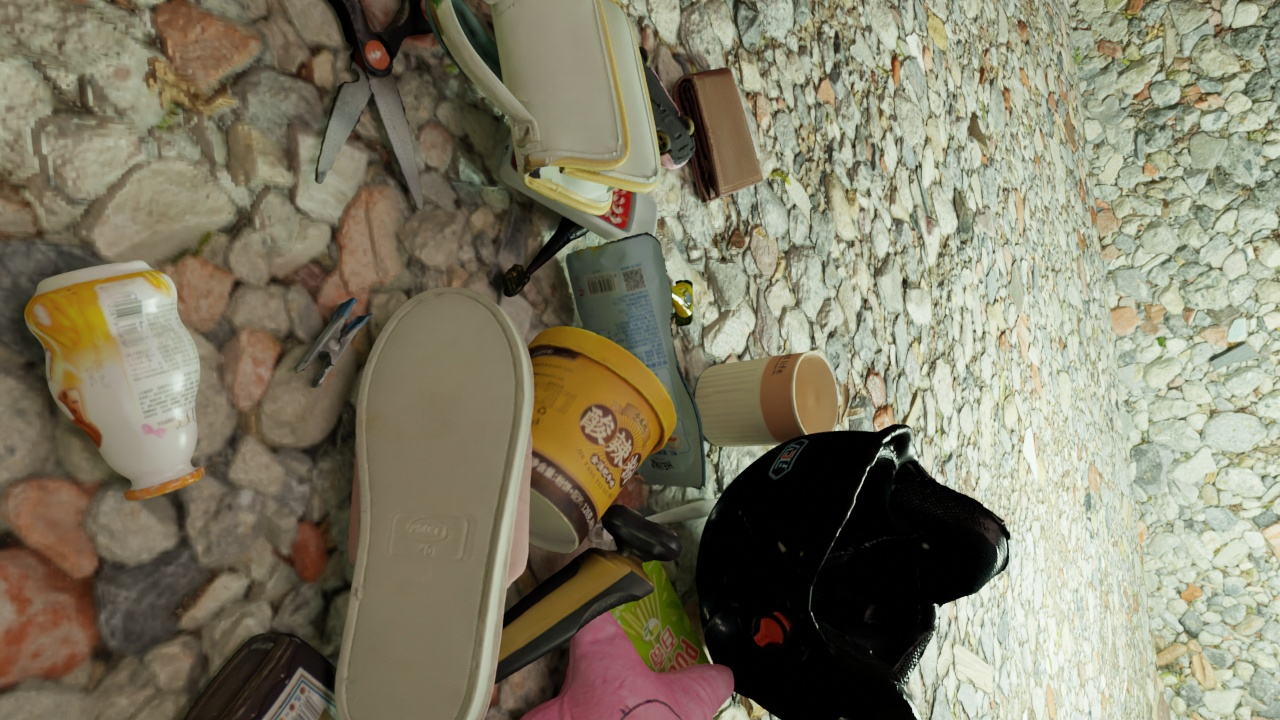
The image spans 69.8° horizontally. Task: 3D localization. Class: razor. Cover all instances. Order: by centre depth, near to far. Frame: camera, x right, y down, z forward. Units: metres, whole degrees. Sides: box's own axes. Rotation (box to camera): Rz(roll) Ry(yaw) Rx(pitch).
[{"bbox_3d":[-0.050,0.157,0.620,0.167,0.062,0.067,-32,101,-23],"label":"razor"},{"bbox_3d":[0.003,-0.061,0.782,0.132,0.028,0.043,12,78,-48],"label":"razor"}]

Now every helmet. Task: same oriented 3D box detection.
[{"bbox_3d":[0.155,0.175,0.749,0.232,0.231,0.275,-40,125,-45],"label":"helmet"}]

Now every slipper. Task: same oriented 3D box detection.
[{"bbox_3d":[-0.116,0.086,0.530,0.054,0.114,0.274,69,19,-66],"label":"slipper"}]

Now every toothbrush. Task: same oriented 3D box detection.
[{"bbox_3d":[-0.048,-0.112,0.724,0.212,0.026,0.027,-52,148,-42],"label":"toothbrush"},{"bbox_3d":[0.021,0.133,0.775,0.179,0.016,0.016,0,86,-52],"label":"toothbrush"}]

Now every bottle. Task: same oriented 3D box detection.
[{"bbox_3d":[-0.239,0.010,0.430,0.063,0.063,0.108,-25,103,-51],"label":"bottle"},{"bbox_3d":[-0.163,0.237,0.503,0.195,0.044,0.079,61,36,-26],"label":"bottle"}]

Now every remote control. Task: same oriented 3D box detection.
[{"bbox_3d":[-0.044,-0.131,0.705,0.136,0.020,0.055,27,54,-27],"label":"remote control"}]

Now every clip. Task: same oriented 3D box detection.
[{"bbox_3d":[-0.181,-0.010,0.540,0.036,0.026,0.057,46,56,-28],"label":"clip"}]

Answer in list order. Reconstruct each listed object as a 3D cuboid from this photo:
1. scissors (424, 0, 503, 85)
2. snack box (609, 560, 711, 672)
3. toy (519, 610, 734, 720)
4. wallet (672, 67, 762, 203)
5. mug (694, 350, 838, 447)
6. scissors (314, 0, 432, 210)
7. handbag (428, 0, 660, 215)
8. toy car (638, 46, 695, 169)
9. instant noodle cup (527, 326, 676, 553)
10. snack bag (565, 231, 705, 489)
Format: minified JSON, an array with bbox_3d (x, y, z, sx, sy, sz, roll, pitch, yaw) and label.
[{"bbox_3d":[-0.089,-0.241,0.680,0.171,0.019,0.169,32,49,-45],"label":"scissors"},{"bbox_3d":[0.012,0.239,0.738,0.085,0.026,0.156,-46,120,-44],"label":"snack box"},{"bbox_3d":[-0.007,0.283,0.655,0.194,0.075,0.178,36,65,-22],"label":"toy"},{"bbox_3d":[0.077,-0.223,0.900,0.101,0.032,0.124,-32,109,-53],"label":"wallet"},{"bbox_3d":[0.123,0.038,0.849,0.114,0.106,0.081,0,84,-52],"label":"mug"},{"bbox_3d":[-0.168,-0.217,0.594,0.227,0.022,0.221,-52,123,-43],"label":"scissors"},{"bbox_3d":[-0.064,-0.197,0.629,0.178,0.063,0.163,6,69,-53],"label":"handbag"},{"bbox_3d":[0.004,-0.223,0.803,0.122,0.037,0.056,57,40,-10],"label":"toy car"},{"bbox_3d":[-0.053,0.057,0.622,0.118,0.119,0.114,55,53,-30],"label":"instant noodle cup"},{"bbox_3d":[-0.004,0.004,0.692,0.038,0.111,0.191,-19,98,-47],"label":"snack bag"}]
